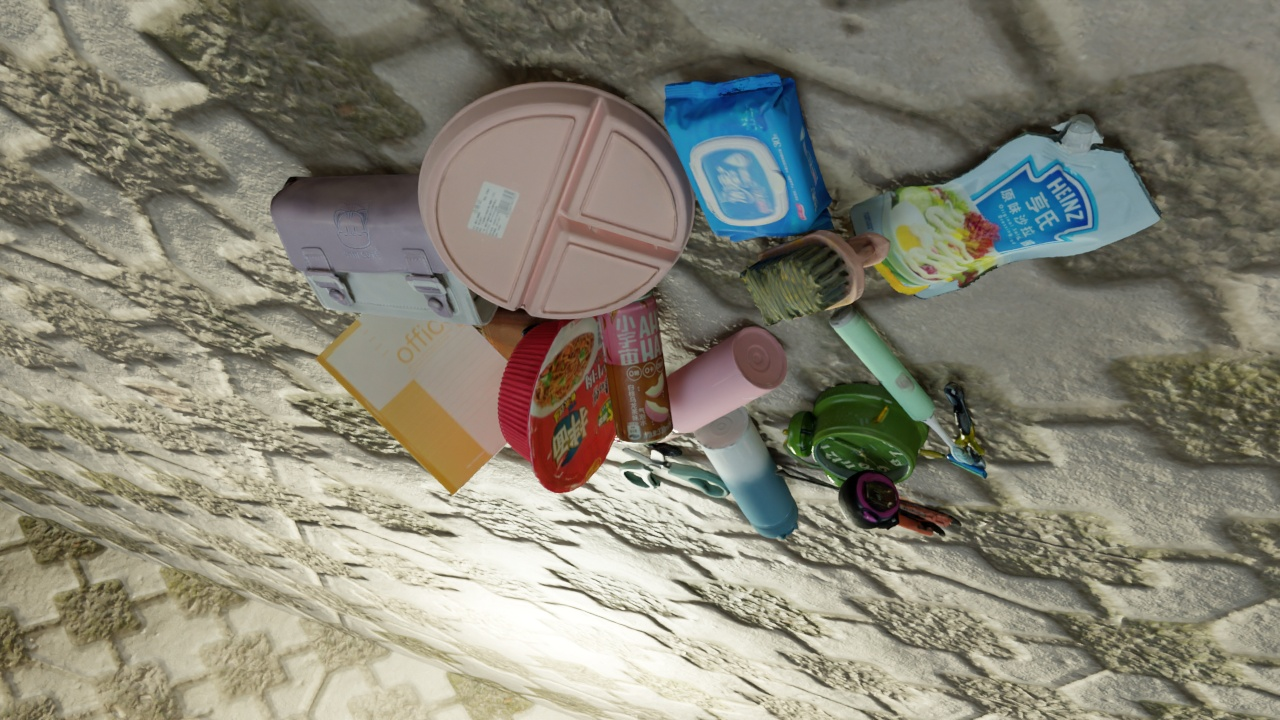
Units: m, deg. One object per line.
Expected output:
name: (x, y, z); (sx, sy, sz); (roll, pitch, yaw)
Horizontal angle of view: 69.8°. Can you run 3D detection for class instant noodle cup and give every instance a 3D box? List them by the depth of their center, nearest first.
instant noodle cup: (-0.080, 0.032, 0.914); (0.066, 0.193, 0.194); (15, 149, 25)

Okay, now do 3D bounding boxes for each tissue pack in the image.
tissue pack: (0.082, -0.144, 0.683); (0.095, 0.052, 0.157); (0, 143, 29)

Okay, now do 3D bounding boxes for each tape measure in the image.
tape measure: (0.228, 0.137, 0.908); (0.058, 0.057, 0.039); (13, 148, -18)

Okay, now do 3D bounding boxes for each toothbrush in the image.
toothbrush: (0.248, 0.029, 0.855); (0.224, 0.026, 0.027); (44, 176, -26)
toothbrush: (-0.040, 0.093, 1.136); (0.189, 0.017, 0.014); (13, 105, 14)

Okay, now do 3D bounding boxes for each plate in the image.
plate: (-0.069, -0.118, 0.757); (0.229, 0.028, 0.230); (0, 135, 0)

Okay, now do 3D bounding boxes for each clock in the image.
clock: (0.218, 0.082, 0.940); (0.116, 0.056, 0.162); (38, 145, -24)

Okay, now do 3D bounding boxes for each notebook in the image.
notebook: (-0.220, 0.022, 0.977); (0.206, 0.146, 0.010); (47, 176, -5)

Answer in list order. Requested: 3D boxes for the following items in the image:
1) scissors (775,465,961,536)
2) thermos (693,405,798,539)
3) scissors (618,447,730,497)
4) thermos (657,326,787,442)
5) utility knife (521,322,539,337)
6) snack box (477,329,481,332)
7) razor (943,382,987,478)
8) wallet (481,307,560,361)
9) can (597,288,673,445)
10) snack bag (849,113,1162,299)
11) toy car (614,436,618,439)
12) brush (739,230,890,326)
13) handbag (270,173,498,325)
scissors: (0.253, 0.153, 1.013); (0.188, 0.015, 0.223); (14, -176, -43)
thermos: (0.127, 0.133, 1.061); (0.070, 0.070, 0.220); (0, 143, 29)
scissors: (0.021, 0.141, 1.151); (0.173, 0.019, 0.179); (28, 155, -34)
thermos: (0.056, 0.033, 0.935); (0.199, 0.087, 0.067); (-32, 78, 51)
utility knife: (-0.095, 0.011, 0.996); (0.033, 0.015, 0.155); (4, 145, 19)
snack box: (-0.251, 0.014, 1.051); (0.118, 0.117, 0.106); (27, 152, -5)
razor: (0.313, 0.063, 0.891); (0.043, 0.022, 0.143); (24, 156, 41)
wallet: (-0.115, -0.015, 1.009); (0.101, 0.032, 0.125); (10, 147, 11)
can: (-0.005, 0.005, 0.885); (0.058, 0.057, 0.147); (1, 109, 28)
snack bag: (0.255, -0.104, 0.662); (0.191, 0.038, 0.110); (-18, 120, 44)
toy car: (-0.044, 0.066, 1.088); (0.106, 0.031, 0.049); (38, 145, -29)
brush: (0.135, -0.069, 0.711); (0.063, 0.073, 0.146); (62, 166, -4)
handbag: (-0.239, -0.109, 0.882); (0.197, 0.098, 0.145); (5, 139, 22)
